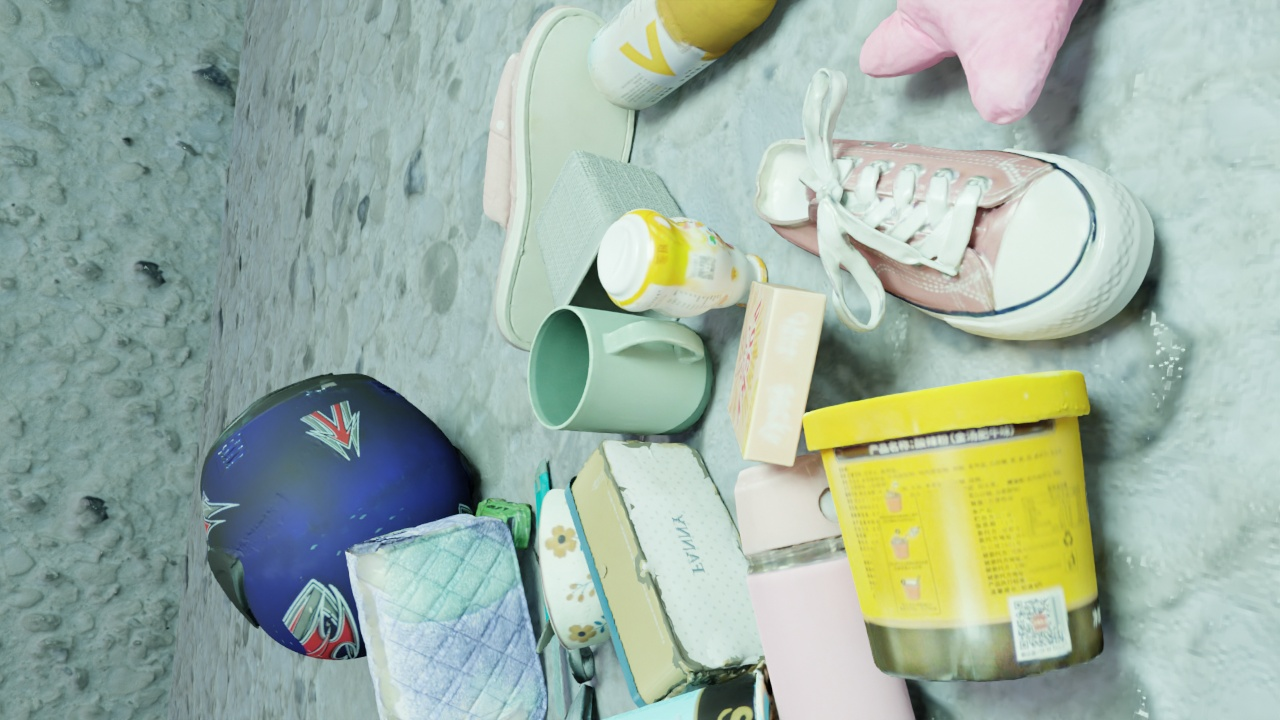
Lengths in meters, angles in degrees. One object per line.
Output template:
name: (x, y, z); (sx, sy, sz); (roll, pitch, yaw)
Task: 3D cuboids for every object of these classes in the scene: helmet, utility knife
helmet: (-0.293, 0.173, 0.909); (0.240, 0.246, 0.316); (57, 146, 14)
utility knife: (-0.077, 0.188, 0.773); (0.029, 0.013, 0.216); (-43, 49, 52)

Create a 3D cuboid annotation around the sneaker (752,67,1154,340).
sneaker: (0.123, -0.074, 0.457); (0.241, 0.087, 0.118); (34, 113, 54)

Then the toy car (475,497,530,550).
toy car: (-0.129, 0.150, 0.845); (0.091, 0.036, 0.043); (-7, 81, 59)

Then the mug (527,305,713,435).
mug: (-0.004, 0.004, 0.616); (0.112, 0.106, 0.082); (-37, 55, 48)

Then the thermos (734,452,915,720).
thermos: (0.103, 0.147, 0.468); (0.067, 0.087, 0.198); (-30, 68, 51)

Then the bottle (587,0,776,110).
bottle: (0.035, -0.237, 0.631); (0.190, 0.068, 0.068); (-18, 70, 53)

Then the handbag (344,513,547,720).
handbag: (-0.161, 0.232, 0.764); (0.076, 0.134, 0.194); (-13, 88, 52)

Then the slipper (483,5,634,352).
slipper: (-0.071, -0.141, 0.740); (0.054, 0.114, 0.274); (26, 112, 53)

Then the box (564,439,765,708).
box: (0.016, 0.126, 0.587); (0.060, 0.089, 0.184); (-58, 40, 35)

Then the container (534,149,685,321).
container: (-0.019, -0.086, 0.673); (0.090, 0.090, 0.114); (-56, 39, 34)

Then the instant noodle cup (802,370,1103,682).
instant noodle cup: (0.138, 0.070, 0.396); (0.119, 0.118, 0.114); (-19, 76, 53)

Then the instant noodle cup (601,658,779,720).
instant noodle cup: (0.022, 0.225, 0.485); (0.120, 0.111, 0.111); (-16, 67, 14)

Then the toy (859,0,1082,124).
toy: (0.172, -0.216, 0.425); (0.195, 0.074, 0.178); (-64, 29, 22)

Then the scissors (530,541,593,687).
scissors: (-0.057, 0.181, 0.670); (0.181, 0.014, 0.159); (-78, -22, -73)

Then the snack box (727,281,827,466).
snack box: (0.071, 0.000, 0.504); (0.157, 0.026, 0.084); (-61, -18, -83)

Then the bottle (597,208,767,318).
bottle: (0.029, -0.057, 0.576); (0.063, 0.108, 0.063); (-13, 74, 53)

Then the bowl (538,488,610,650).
bowl: (-0.028, 0.144, 0.653); (0.062, 0.113, 0.113); (-11, 71, 9)

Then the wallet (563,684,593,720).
wallet: (-0.061, 0.319, 0.691); (0.120, 0.019, 0.097); (-86, 20, -61)
